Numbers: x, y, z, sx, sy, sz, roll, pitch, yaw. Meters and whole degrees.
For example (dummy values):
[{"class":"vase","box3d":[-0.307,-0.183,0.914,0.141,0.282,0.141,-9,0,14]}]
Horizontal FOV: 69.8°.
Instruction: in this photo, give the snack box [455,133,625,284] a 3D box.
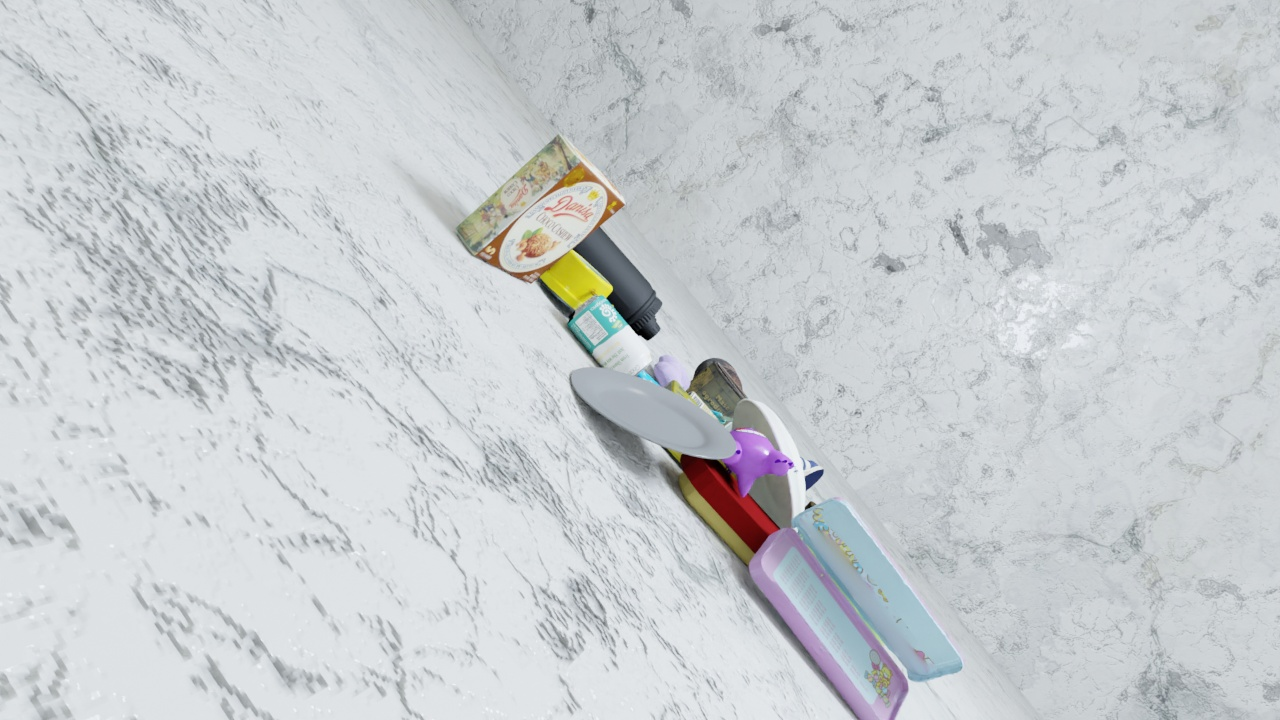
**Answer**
[{"class":"snack box","box3d":[-0.102,-0.155,0.972,0.041,0.147,0.143,53,9,17]}]

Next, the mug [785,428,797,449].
[{"class":"mug","box3d":[0.159,0.141,1.209,0.071,0.084,0.113,104,-13,-50]}]

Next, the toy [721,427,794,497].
[{"class":"toy","box3d":[0.112,0.101,0.971,0.106,0.056,0.088,14,21,-6]}]

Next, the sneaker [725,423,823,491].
[{"class":"sneaker","box3d":[0.188,0.146,1.376,0.118,0.091,0.232,51,17,21]}]

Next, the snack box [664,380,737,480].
[{"class":"snack box","box3d":[0.067,0.092,1.111,0.121,0.045,0.180,49,9,-7]}]

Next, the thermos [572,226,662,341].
[{"class":"thermos","box3d":[-0.049,-0.110,1.252,0.198,0.086,0.086,48,9,-13]}]

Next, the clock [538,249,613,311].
[{"class":"clock","box3d":[-0.087,-0.100,1.120,0.119,0.057,0.083,44,6,21]}]

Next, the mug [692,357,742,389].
[{"class":"mug","box3d":[0.129,0.057,1.519,0.107,0.080,0.116,-76,153,-81]}]

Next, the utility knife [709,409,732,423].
[{"class":"utility knife","box3d":[0.107,0.081,1.285,0.022,0.015,0.167,59,-13,-12]}]

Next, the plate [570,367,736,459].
[{"class":"plate","box3d":[0.012,0.054,0.910,0.178,0.012,0.178,23,15,-7]}]

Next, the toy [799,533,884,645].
[{"class":"toy","box3d":[0.242,0.273,1.070,0.150,0.107,0.197,36,-13,46]}]

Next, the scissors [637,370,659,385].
[{"class":"scissors","box3d":[-0.006,0.008,1.216,0.140,0.013,0.118,39,13,-41]}]

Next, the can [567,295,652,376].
[{"class":"can","box3d":[-0.035,-0.023,1.055,0.101,0.055,0.055,50,9,1]}]

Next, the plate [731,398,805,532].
[{"class":"plate","box3d":[0.155,0.132,1.086,0.182,0.034,0.182,169,-89,-77]}]

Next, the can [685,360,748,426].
[{"class":"can","box3d":[0.116,0.056,1.408,0.090,0.075,0.089,48,9,-10]}]

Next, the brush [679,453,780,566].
[{"class":"brush","box3d":[0.100,0.165,0.973,0.173,0.042,0.082,48,9,-13]}]

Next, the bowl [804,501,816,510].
[{"class":"bowl","box3d":[0.260,0.265,1.306,0.121,0.056,0.121,48,9,-10]}]

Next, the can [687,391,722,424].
[{"class":"can","box3d":[0.083,0.083,1.252,0.079,0.038,0.038,49,9,-5]}]

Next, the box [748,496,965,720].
[{"class":"box","box3d":[0.213,0.248,0.895,0.214,0.091,0.089,53,42,-1]}]

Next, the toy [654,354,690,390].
[{"class":"toy","box3d":[0.047,0.030,1.314,0.080,0.036,0.099,60,14,-1]}]
